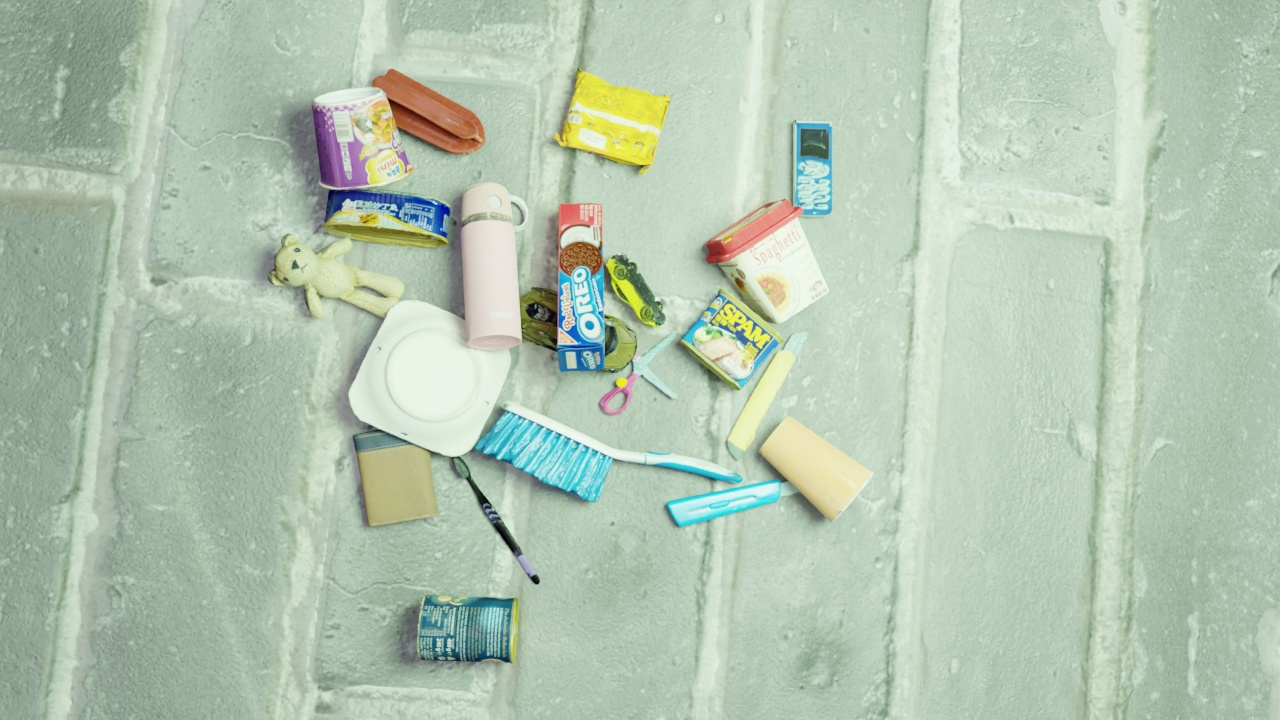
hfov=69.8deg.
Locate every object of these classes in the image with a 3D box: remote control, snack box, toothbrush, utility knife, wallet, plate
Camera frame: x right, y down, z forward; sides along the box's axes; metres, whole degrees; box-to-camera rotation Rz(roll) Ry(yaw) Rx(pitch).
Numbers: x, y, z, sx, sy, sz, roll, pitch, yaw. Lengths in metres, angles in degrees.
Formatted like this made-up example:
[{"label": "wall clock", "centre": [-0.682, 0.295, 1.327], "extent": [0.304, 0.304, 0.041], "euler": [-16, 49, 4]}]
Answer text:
[{"label": "remote control", "centre": [0.219, -0.245, 1.170], "extent": [0.049, 0.024, 0.125], "euler": [2, 87, -3]}, {"label": "snack box", "centre": [-0.071, -0.089, 1.087], "extent": [0.057, 0.058, 0.207], "euler": [0, 61, -3]}, {"label": "toothbrush", "centre": [-0.176, 0.194, 1.118], "extent": [0.014, 0.017, 0.189], "euler": [-34, 90, -6]}, {"label": "utility knife", "centre": [0.158, 0.040, 1.147], "extent": [0.031, 0.019, 0.183], "euler": [31, 90, -5]}, {"label": "wallet", "centre": [-0.294, 0.137, 1.107], "extent": [0.090, 0.033, 0.115], "euler": [-10, 87, -1]}, {"label": "utility knife", "centre": [0.124, 0.171, 1.136], "extent": [0.182, 0.018, 0.034], "euler": [-13, 86, -6]}, {"label": "plate", "centre": [-0.246, 0.019, 1.094], "extent": [0.163, 0.034, 0.164], "euler": [25, 75, -13]}]

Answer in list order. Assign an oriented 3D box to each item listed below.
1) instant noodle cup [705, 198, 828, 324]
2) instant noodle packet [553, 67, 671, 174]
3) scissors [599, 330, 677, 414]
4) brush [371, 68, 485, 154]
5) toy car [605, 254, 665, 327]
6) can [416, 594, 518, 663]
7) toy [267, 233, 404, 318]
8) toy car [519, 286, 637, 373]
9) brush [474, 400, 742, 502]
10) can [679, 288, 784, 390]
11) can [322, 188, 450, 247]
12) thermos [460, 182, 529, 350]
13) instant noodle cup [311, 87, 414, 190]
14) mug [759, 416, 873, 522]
[{"label": "instant noodle cup", "centre": [0.159, -0.117, 1.119], "extent": [0.116, 0.117, 0.124], "euler": [-34, 100, -6]}, {"label": "instant noodle packet", "centre": [-0.036, -0.299, 1.150], "extent": [0.128, 0.044, 0.110], "euler": [16, 78, -6]}, {"label": "scissors", "centre": [-0.007, 0.006, 1.141], "extent": [0.133, 0.017, 0.134], "euler": [-44, 86, -6]}, {"label": "brush", "centre": [-0.258, -0.300, 1.124], "extent": [0.146, 0.069, 0.063], "euler": [27, 85, -1]}, {"label": "toy car", "centre": [-0.008, -0.083, 1.135], "extent": [0.032, 0.048, 0.105], "euler": [-36, 88, 22]}, {"label": "can", "centre": [-0.202, 0.315, 1.076], "extent": [0.111, 0.075, 0.075], "euler": [2, 85, -3]}, {"label": "toy", "centre": [-0.363, -0.096, 1.105], "extent": [0.157, 0.066, 0.105], "euler": [20, 91, -18]}, {"label": "toy car", "centre": [-0.079, -0.038, 1.121], "extent": [0.158, 0.042, 0.070], "euler": [21, 85, 7]}, {"label": "brush", "centre": [-0.036, 0.126, 1.115], "extent": [0.314, 0.060, 0.109], "euler": [25, 81, -4]}, {"label": "can", "centre": [0.111, -0.024, 1.131], "extent": [0.102, 0.057, 0.083], "euler": [39, 86, 1]}, {"label": "can", "centre": [-0.305, -0.173, 1.110], "extent": [0.148, 0.075, 0.049], "euler": [6, 81, -4]}, {"label": "thermos", "centre": [-0.173, -0.114, 1.109], "extent": [0.087, 0.067, 0.198], "euler": [4, 71, -29]}, {"label": "instant noodle cup", "centre": [-0.333, -0.264, 1.081], "extent": [0.111, 0.111, 0.099], "euler": [-8, 117, -4]}, {"label": "mug", "centre": [0.209, 0.127, 1.112], "extent": [0.123, 0.078, 0.078], "euler": [40, 84, 13]}]
